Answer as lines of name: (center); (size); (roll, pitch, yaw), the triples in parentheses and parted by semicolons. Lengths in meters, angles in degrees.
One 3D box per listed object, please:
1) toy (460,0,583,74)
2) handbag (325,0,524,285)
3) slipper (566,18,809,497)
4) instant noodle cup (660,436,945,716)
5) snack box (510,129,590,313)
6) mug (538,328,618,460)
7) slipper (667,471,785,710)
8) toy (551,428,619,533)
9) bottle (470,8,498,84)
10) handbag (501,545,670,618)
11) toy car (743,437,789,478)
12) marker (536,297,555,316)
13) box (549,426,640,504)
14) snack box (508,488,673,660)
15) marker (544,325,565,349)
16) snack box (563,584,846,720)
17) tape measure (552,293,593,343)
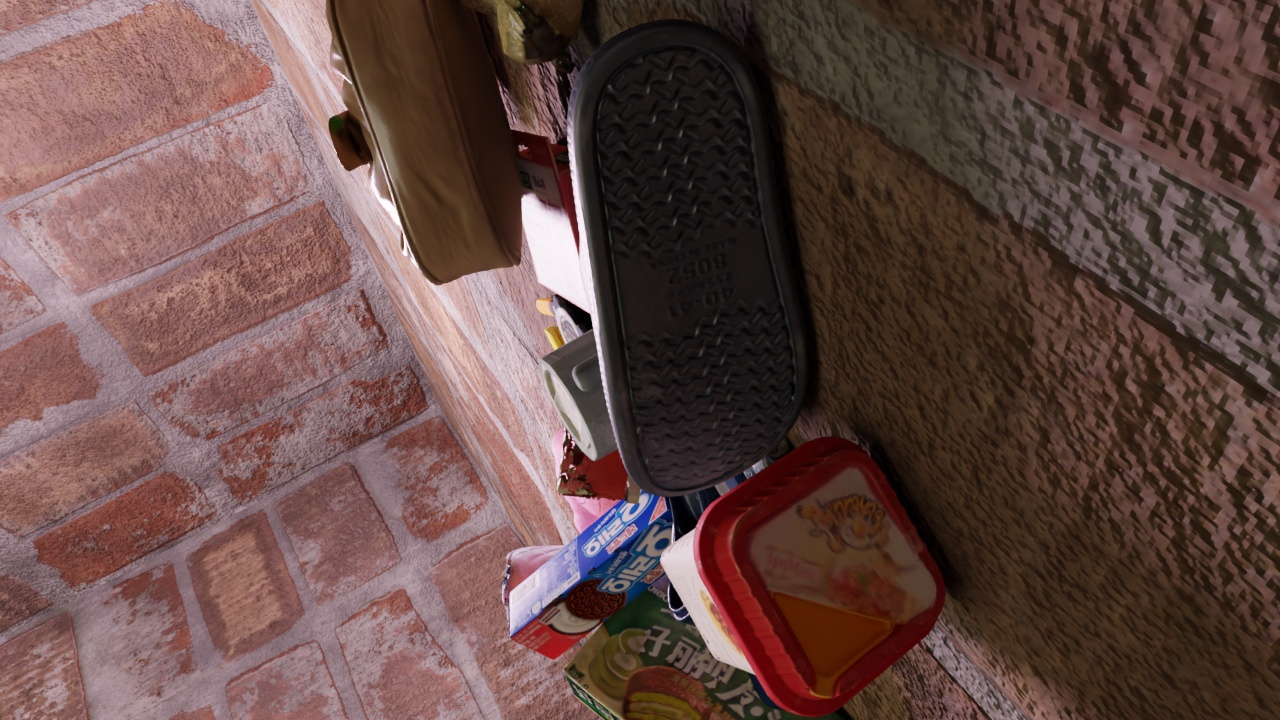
toy: (-0.083, -0.235, 0.537); (0.157, 0.066, 0.105); (59, -166, 23)
handbag: (-0.139, -0.156, 0.595); (0.147, 0.100, 0.205); (-93, -10, -68)
slipper: (0.021, -0.046, 0.475); (0.083, 0.110, 0.268); (-112, 9, -53)
instant noodle cup: (0.078, 0.116, 0.500); (0.116, 0.116, 0.124); (60, 156, 4)
snack box: (-0.051, -0.108, 0.657); (0.113, 0.044, 0.127); (34, 142, 58)
mug: (-0.004, 0.004, 0.606); (0.083, 0.103, 0.124); (58, 165, 11)
slipper: (0.063, 0.159, 0.691); (0.253, 0.095, 0.105); (66, 167, -4)
toy: (-0.044, 0.099, 0.940); (0.195, 0.074, 0.178); (-1, 98, 60)
bottle: (-0.155, -0.247, 0.707); (0.068, 0.068, 0.190); (41, 155, 50)
handbag: (-0.045, 0.225, 0.947); (0.134, 0.194, 0.075); (133, 133, -79)
toy car: (0.096, 0.090, 0.579); (0.105, 0.031, 0.049); (54, 164, 22)
marker: (-0.078, -0.052, 0.907); (0.018, 0.015, 0.124); (64, 162, -16)
box: (-0.042, 0.068, 0.770); (0.168, 0.079, 0.091); (160, 116, -86)
snack box: (-0.031, 0.182, 0.814); (0.058, 0.208, 0.057); (37, -157, -27)
marker: (-0.070, 0.016, 1.002); (0.124, 0.015, 0.018); (63, 165, -18)
snack box: (0.058, 0.303, 0.792); (0.240, 0.114, 0.063); (29, 149, 30)
tape measure: (-0.048, -0.028, 0.819); (0.065, 0.033, 0.066); (53, 160, 32)
